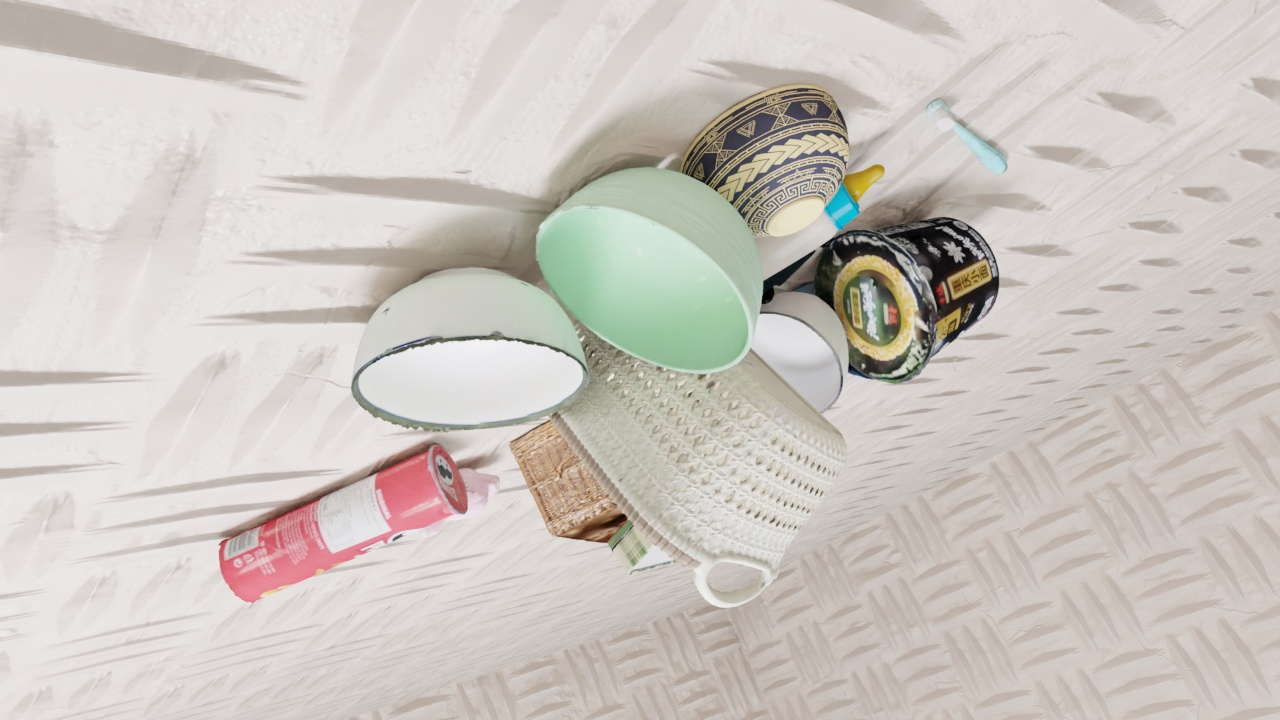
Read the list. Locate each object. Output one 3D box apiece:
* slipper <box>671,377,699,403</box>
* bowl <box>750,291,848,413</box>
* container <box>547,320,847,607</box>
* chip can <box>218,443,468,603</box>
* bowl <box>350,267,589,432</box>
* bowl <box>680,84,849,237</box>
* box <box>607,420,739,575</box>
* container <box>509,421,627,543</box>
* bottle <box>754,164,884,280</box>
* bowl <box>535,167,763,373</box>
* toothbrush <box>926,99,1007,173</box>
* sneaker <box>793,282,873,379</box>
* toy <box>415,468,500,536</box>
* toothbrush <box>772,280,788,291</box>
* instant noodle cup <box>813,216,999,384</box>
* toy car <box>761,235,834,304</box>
[{"bbox_3d":[0.043,0.049,0.981,0.114,0.054,0.274,-30,158,21],"label":"slipper"},{"bbox_3d":[0.133,-0.011,0.819,0.117,0.116,0.065,-44,-174,44],"label":"bowl"},{"bbox_3d":[0.035,0.048,0.701,0.143,0.246,0.184,-51,141,10],"label":"container"},{"bbox_3d":[-0.287,0.160,0.885,0.233,0.073,0.073,-24,160,4],"label":"chip can"},{"bbox_3d":[-0.113,-0.011,0.613,0.153,0.072,0.154,-5,156,-2],"label":"bowl"},{"bbox_3d":[0.089,-0.118,0.601,0.112,0.061,0.112,-20,160,-8],"label":"bowl"},{"bbox_3d":[0.062,0.135,0.934,0.117,0.050,0.206,-1,136,-47],"label":"box"},{"bbox_3d":[-0.037,0.127,1.008,0.114,0.112,0.198,-28,158,15],"label":"container"},{"bbox_3d":[0.115,-0.103,0.680,0.146,0.051,0.051,-31,158,21],"label":"bottle"},{"bbox_3d":[0.015,-0.066,0.582,0.076,0.151,0.151,-60,177,-28],"label":"bowl"},{"bbox_3d":[0.261,-0.170,0.720,0.016,0.016,0.180,-35,157,29],"label":"toothbrush"},{"bbox_3d":[0.236,-0.019,0.949,0.240,0.098,0.084,-1,151,-46],"label":"sneaker"},{"bbox_3d":[-0.196,0.145,0.952,0.064,0.047,0.109,3,-148,47],"label":"toy"},{"bbox_3d":[0.077,-0.075,0.765,0.017,0.016,0.188,-24,162,33],"label":"toothbrush"},{"bbox_3d":[0.242,-0.064,0.813,0.112,0.137,0.138,-24,162,-28],"label":"instant noodle cup"},{"bbox_3d":[0.112,-0.086,0.739,0.112,0.034,0.046,-45,152,24],"label":"toy car"}]
